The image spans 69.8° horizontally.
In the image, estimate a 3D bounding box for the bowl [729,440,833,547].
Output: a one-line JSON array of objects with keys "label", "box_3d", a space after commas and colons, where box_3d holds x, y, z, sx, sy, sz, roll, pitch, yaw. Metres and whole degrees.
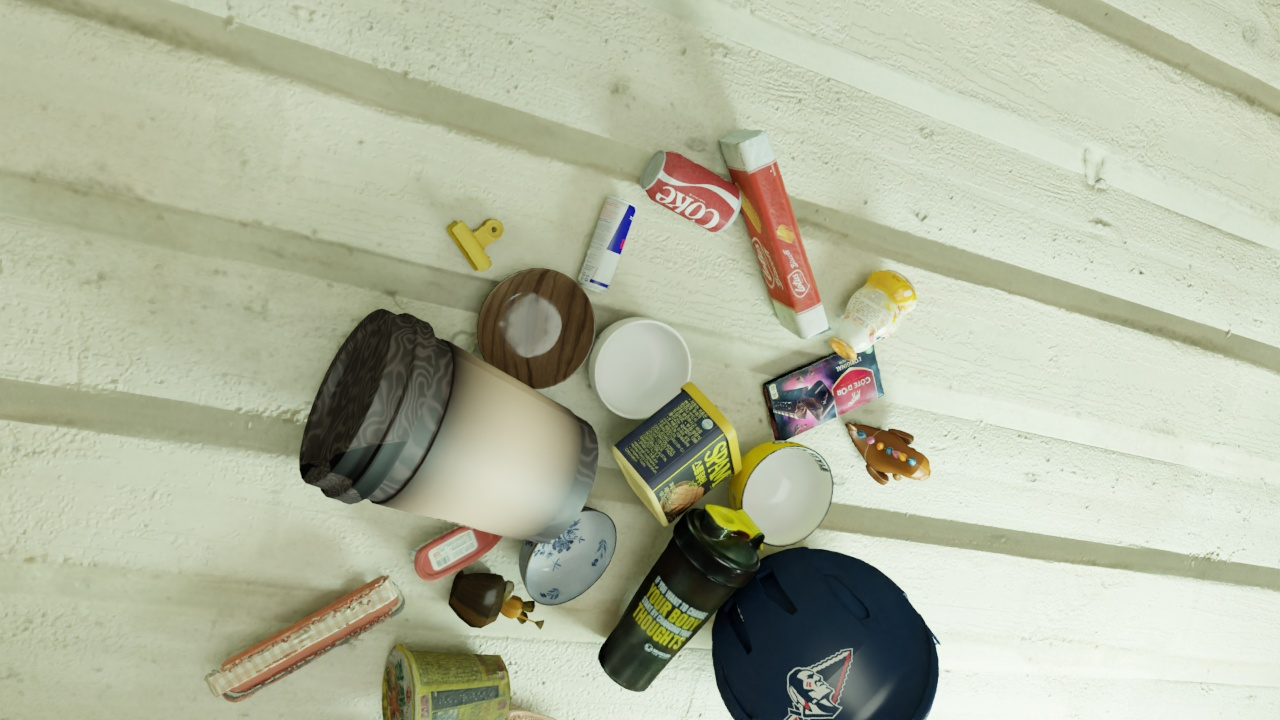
[{"label": "bowl", "box_3d": [0.149, 0.143, 1.028, 0.117, 0.068, 0.117, -5, 103, -21]}]

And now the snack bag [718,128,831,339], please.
[{"label": "snack bag", "box_3d": [0.141, -0.132, 0.964, 0.041, 0.077, 0.225, -22, 109, -6]}]

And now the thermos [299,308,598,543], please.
[{"label": "thermos", "box_3d": [-0.166, 0.073, 0.835, 0.226, 0.173, 0.172, 27, 89, -31]}]

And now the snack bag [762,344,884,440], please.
[{"label": "snack bag", "box_3d": [0.212, 0.033, 1.061, 0.155, 0.018, 0.074, -23, 108, -19]}]

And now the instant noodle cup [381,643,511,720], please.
[{"label": "instant noodle cup", "box_3d": [-0.193, 0.332, 0.917, 0.108, 0.102, 0.102, 6, 98, -32]}]

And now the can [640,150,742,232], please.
[{"label": "can", "box_3d": [0.051, -0.172, 0.931, 0.096, 0.054, 0.054, 24, 91, -25]}]

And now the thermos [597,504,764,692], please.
[{"label": "thermos", "box_3d": [0.042, 0.247, 0.968, 0.098, 0.098, 0.221, 25, 109, -25]}]

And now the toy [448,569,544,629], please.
[{"label": "toy", "box_3d": [-0.144, 0.246, 0.933, 0.100, 0.062, 0.076, 24, 127, -11]}]

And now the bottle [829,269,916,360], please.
[{"label": "bottle", "box_3d": [0.261, -0.050, 1.037, 0.109, 0.063, 0.063, -48, 114, -9]}]

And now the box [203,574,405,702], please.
[{"label": "box", "box_3d": [-0.314, 0.266, 0.870, 0.187, 0.054, 0.079, -28, 142, -14]}]

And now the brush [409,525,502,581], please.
[{"label": "brush", "box_3d": [-0.154, 0.171, 0.930, 0.172, 0.030, 0.041, -23, 107, -31]}]

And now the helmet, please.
[{"label": "helmet", "box_3d": [0.188, 0.319, 0.971, 0.232, 0.272, 0.223, -44, 121, 7]}]

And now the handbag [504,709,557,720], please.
[{"label": "handbag", "box_3d": [-0.107, 0.459, 0.919, 0.116, 0.187, 0.199, 26, 97, -21]}]

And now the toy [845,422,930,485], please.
[{"label": "toy", "box_3d": [0.287, 0.104, 1.064, 0.103, 0.090, 0.070, 35, 86, -29]}]

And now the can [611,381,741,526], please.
[{"label": "can", "box_3d": [0.038, 0.100, 0.940, 0.104, 0.075, 0.135, -38, 154, -9]}]

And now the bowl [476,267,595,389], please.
[{"label": "bowl", "box_3d": [-0.106, -0.033, 0.906, 0.119, 0.032, 0.119, -5, 102, -22]}]

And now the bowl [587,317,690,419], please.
[{"label": "bowl", "box_3d": [-0.006, 0.006, 0.944, 0.104, 0.054, 0.105, -4, 101, -20]}]

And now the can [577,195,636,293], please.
[{"label": "can", "box_3d": [-0.034, -0.116, 0.919, 0.032, 0.032, 0.095, 18, 93, -25]}]

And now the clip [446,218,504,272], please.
[{"label": "clip", "box_3d": [-0.156, -0.116, 0.878, 0.054, 0.045, 0.048, 56, 34, -21]}]

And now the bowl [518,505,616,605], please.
[{"label": "bowl", "box_3d": [-0.083, 0.192, 0.945, 0.114, 0.045, 0.114, -22, 127, -33]}]
